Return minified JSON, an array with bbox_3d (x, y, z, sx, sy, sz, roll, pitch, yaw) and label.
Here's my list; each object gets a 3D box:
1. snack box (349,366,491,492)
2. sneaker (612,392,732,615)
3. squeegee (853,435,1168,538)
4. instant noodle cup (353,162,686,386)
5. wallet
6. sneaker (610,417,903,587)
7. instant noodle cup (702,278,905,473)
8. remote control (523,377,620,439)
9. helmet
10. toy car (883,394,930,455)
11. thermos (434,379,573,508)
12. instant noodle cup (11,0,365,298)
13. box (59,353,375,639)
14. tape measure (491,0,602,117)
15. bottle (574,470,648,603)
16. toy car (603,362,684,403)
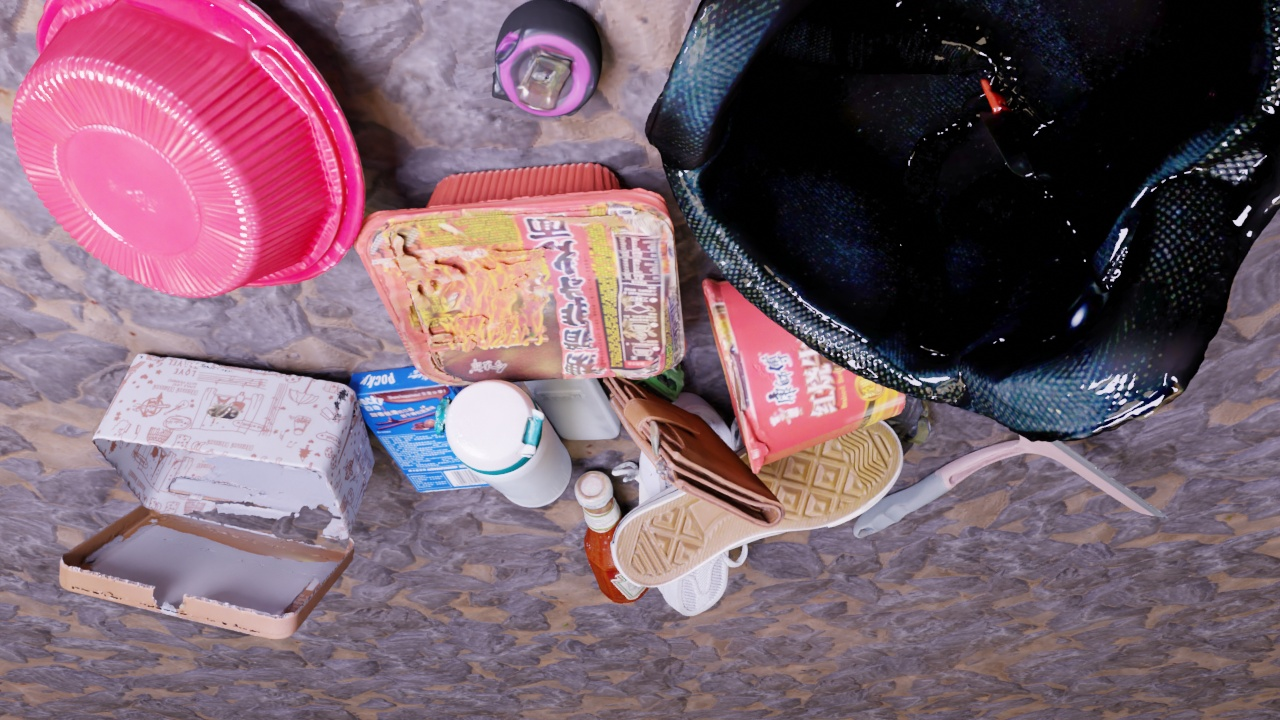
[{"bbox_3d":[-0.174,0.060,0.773,0.084,0.026,0.157,-6,142,8],"label":"snack box"},{"bbox_3d":[0.030,0.118,0.825,0.089,0.091,0.243,-23,129,-24],"label":"sneaker"},{"bbox_3d":[0.287,0.111,0.846,0.247,0.040,0.250,33,138,-16],"label":"squeegee"},{"bbox_3d":[-0.069,-0.055,0.584,0.189,0.079,0.165,-4,142,3],"label":"instant noodle cup"},{"bbox_3d":[0.028,0.059,0.642,0.119,0.130,0.035,33,98,-32],"label":"wallet"},{"bbox_3d":[0.088,0.106,0.737,0.241,0.118,0.088,-25,-177,1],"label":"sneaker"},{"bbox_3d":[0.110,-0.003,0.625,0.108,0.137,0.138,-15,141,4],"label":"instant noodle cup"},{"bbox_3d":[-0.059,0.023,0.730,0.056,0.020,0.136,-2,144,18],"label":"remote control"},{"bbox_3d":[0.144,-0.114,0.393,0.233,0.229,0.276,38,131,-7],"label":"helmet"},{"bbox_3d":[0.186,0.076,0.790,0.070,0.042,0.159,13,133,-16],"label":"toy car"},{"bbox_3d":[-0.097,0.065,0.682,0.073,0.073,0.224,-2,165,1],"label":"thermos"},{"bbox_3d":[-0.246,-0.102,0.482,0.194,0.065,0.194,10,133,11],"label":"instant noodle cup"},{"bbox_3d":[-0.321,0.118,0.700,0.182,0.180,0.154,8,143,1],"label":"box"},{"bbox_3d":[-0.049,-0.157,0.483,0.057,0.039,0.058,12,140,-17],"label":"tape measure"},{"bbox_3d":[-0.030,0.174,0.902,0.060,0.059,0.206,-6,142,6],"label":"bottle"},{"bbox_3d":[-0.004,0.004,0.701,0.043,0.036,0.091,-27,132,31],"label":"toy car"}]
